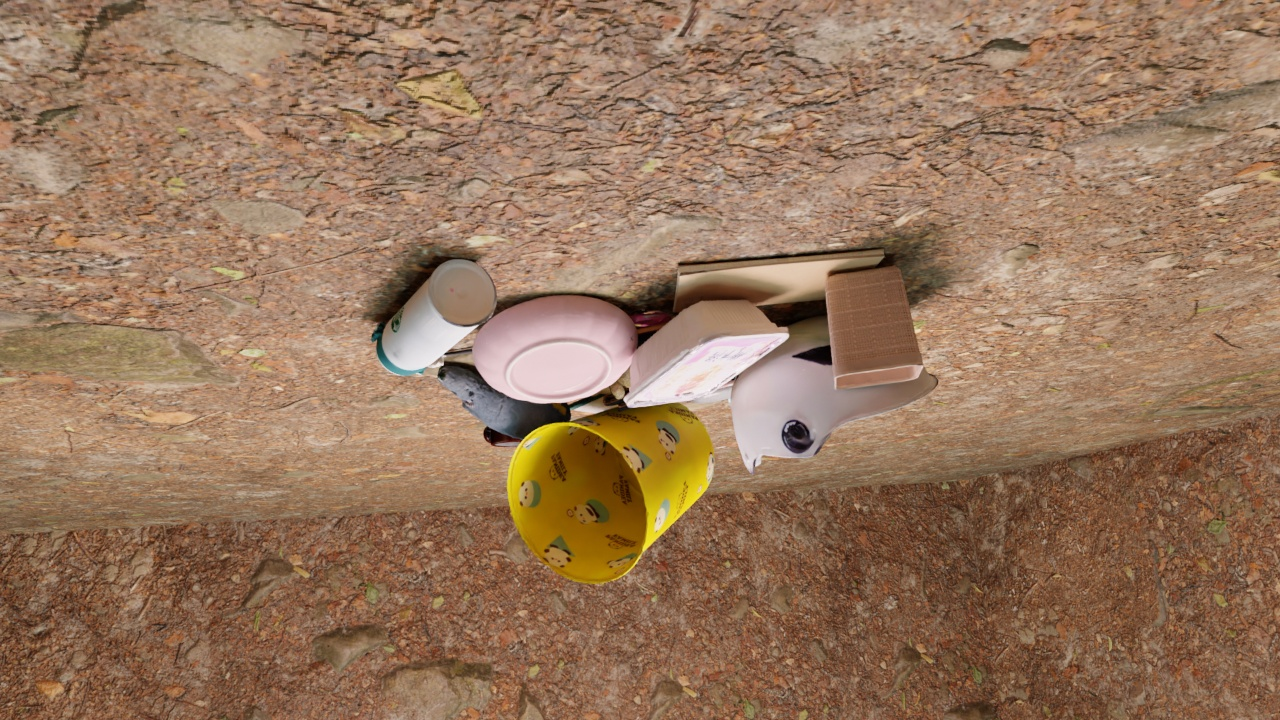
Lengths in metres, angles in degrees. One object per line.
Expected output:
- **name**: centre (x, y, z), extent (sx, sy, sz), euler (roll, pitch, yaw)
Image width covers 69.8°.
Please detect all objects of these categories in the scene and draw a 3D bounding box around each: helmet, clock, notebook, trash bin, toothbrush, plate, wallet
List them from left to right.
- **toothbrush**: centre (-0.187, -0.013, 1.154), extent (0.181, 0.018, 0.015), euler (-9, 163, 12)
- **clock**: centre (-0.226, 0.121, 1.590), extent (0.082, 0.055, 0.122), euler (2, 166, -27)
- **plate**: centre (-0.095, -0.001, 1.055), extent (0.192, 0.039, 0.193), euler (-7, 146, -5)
- **trash bin**: centre (-0.027, 0.170, 1.347), extent (0.230, 0.229, 0.254), euler (-14, -176, 33)
- **wallet**: centre (0.006, 0.044, 1.319), extent (0.090, 0.033, 0.115), euler (-17, 180, 19)
- **notebook**: centre (0.009, 0.052, 1.447), extent (0.210, 0.012, 0.150), euler (-25, 155, 39)
- **notebook**: centre (0.142, -0.083, 1.000), extent (0.211, 0.012, 0.149), euler (-5, 167, -1)
- **helmet**: centre (0.219, 0.020, 1.132), extent (0.228, 0.146, 0.259), euler (-25, 177, -39)

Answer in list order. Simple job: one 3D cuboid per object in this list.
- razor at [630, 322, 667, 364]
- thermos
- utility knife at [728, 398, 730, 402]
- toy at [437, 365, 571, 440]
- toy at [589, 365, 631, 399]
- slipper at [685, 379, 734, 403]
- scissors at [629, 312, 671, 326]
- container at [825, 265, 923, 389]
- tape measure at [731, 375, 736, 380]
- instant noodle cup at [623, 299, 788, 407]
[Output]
- **razor**: centre (-0.013, -0.016, 1.130), extent (0.168, 0.062, 0.067), euler (-15, 176, 16)
- **thermos**: centre (-0.221, -0.037, 0.946), extent (0.073, 0.073, 0.225), euler (3, 164, -30)
- **utility knife**: centre (0.156, 0.052, 1.531), extent (0.034, 0.018, 0.203), euler (-7, 167, 5)
- **toy**: centre (-0.177, 0.069, 1.361), extent (0.138, 0.091, 0.356), euler (18, 174, 22)
- **toy**: centre (-0.007, 0.007, 1.223), extent (0.158, 0.066, 0.104), euler (-21, -158, 37)
- **slipper**: centre (0.202, 0.039, 1.379), extent (0.274, 0.054, 0.114), euler (-10, 169, -7)
- **scissors**: centre (-0.029, -0.045, 1.088), extent (0.136, 0.017, 0.064), euler (-6, 176, 21)
- **container**: centre (0.245, -0.035, 0.979), extent (0.090, 0.111, 0.090), euler (-8, 167, 11)
- **tape measure**: centre (0.119, -0.010, 1.193), extent (0.025, 0.054, 0.058), euler (-3, 134, 2)
- **instant noodle cup**: centre (0.065, -0.012, 1.042), extent (0.137, 0.060, 0.174), euler (-4, 154, -40)
